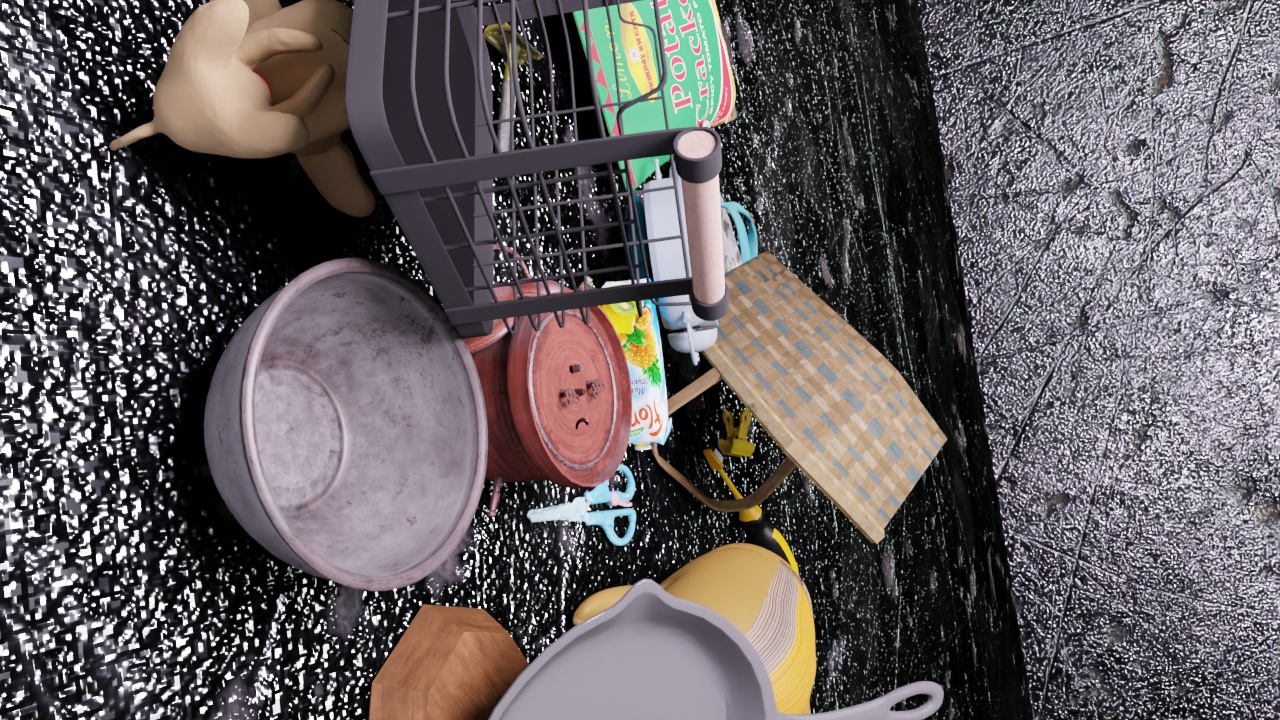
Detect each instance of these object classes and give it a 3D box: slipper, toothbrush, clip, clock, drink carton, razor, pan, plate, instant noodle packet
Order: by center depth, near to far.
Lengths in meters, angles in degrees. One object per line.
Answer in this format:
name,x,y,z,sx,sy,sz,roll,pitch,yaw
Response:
plate,-0.094,0.197,0.496,0.131,0.025,0.131,29,56,-56
pan,0.044,0.221,0.531,0.353,0.024,0.216,1,98,-30
clock,-0.067,0.006,0.560,0.120,0.072,0.157,-18,98,-62
razor,-0.091,-0.176,0.631,0.042,0.026,0.105,28,61,-59
drink carton,-0.004,0.004,0.689,0.038,0.044,0.129,-64,149,-71
clock,0.034,-0.074,0.725,0.122,0.045,0.159,70,15,-66
instant noodle packet,0.016,-0.275,0.787,0.251,0.090,0.196,-47,125,-52
toothbrush,0.108,0.152,0.894,0.197,0.031,0.030,56,42,-31
clip,0.089,0.071,0.902,0.053,0.039,0.047,17,70,-58
slipper,0.103,-0.094,0.937,0.269,0.055,0.098,65,29,-30

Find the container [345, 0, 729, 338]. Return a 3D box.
container,-0.039,-0.141,0.435,0.163,0.130,0.241,77,6,-59

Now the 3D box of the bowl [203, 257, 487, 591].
bowl,-0.141,0.031,0.418,0.145,0.067,0.144,29,56,-56

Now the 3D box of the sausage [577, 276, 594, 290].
sausage,-0.045,0.005,0.658,0.020,0.020,0.155,46,43,-47

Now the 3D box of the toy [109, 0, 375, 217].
toy,-0.162,-0.121,0.405,0.108,0.106,0.134,-61,130,-65

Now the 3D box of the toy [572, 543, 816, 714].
toy,0.057,0.214,0.672,0.198,0.163,0.202,39,27,7

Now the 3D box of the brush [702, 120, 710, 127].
brush,0.062,-0.112,0.834,0.033,0.012,0.218,-62,153,-50

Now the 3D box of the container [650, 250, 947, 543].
container,0.105,0.043,0.771,0.157,0.186,0.250,44,7,-39

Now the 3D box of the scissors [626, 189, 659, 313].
scissors,0.001,-0.073,0.768,0.129,0.019,0.138,-75,152,-50

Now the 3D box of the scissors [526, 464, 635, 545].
scissors,-0.040,0.108,0.650,0.138,0.015,0.063,1,84,-56
